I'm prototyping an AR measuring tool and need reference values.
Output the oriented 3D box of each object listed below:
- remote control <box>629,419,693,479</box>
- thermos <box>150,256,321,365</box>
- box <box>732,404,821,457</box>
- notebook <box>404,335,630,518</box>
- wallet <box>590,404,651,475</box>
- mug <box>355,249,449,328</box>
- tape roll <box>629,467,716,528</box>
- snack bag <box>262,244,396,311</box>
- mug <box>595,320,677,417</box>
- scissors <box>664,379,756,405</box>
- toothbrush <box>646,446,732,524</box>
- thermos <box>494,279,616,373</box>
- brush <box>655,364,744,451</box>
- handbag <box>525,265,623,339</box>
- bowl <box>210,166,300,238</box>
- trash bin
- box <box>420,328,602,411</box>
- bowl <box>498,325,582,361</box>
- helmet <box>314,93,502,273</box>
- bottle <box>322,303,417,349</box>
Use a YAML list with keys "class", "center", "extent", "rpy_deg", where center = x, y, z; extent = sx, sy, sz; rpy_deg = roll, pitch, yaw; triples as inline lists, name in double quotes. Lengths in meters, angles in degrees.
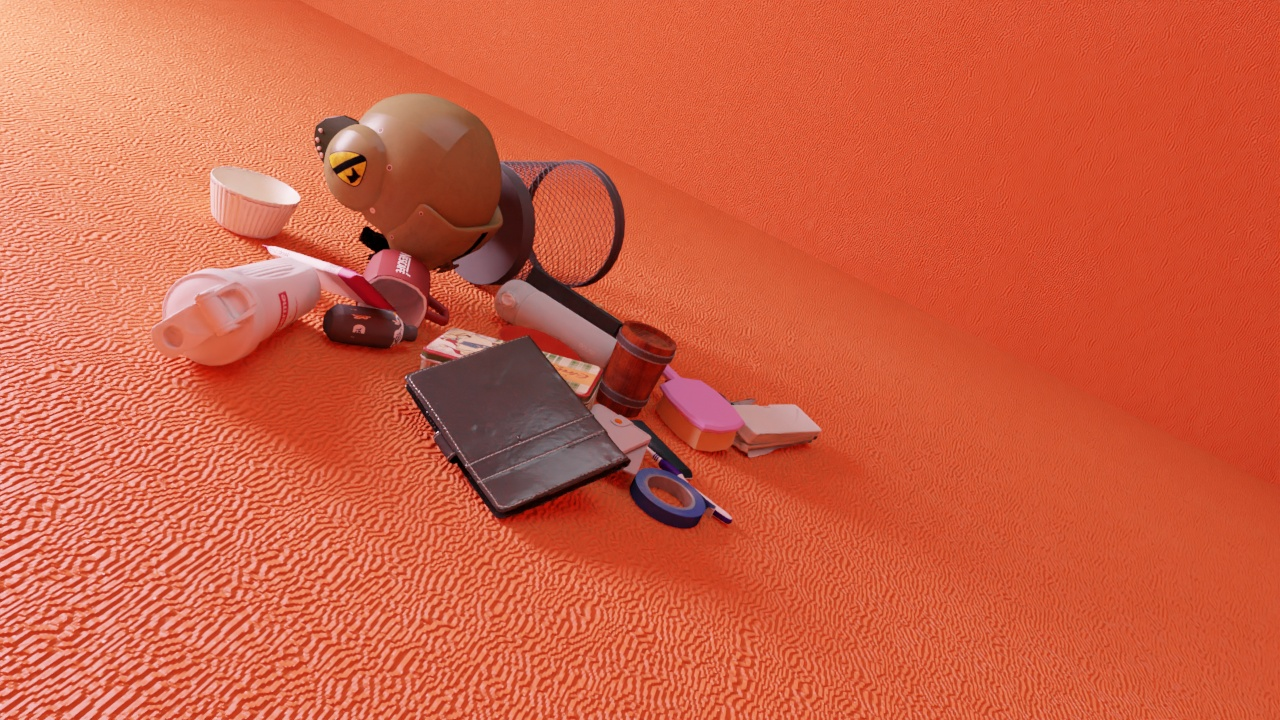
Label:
- class: "remote control"
  center: [0.023, 0.112, 1.180]
  extent: [0.028, 0.012, 0.124]
  rpy_deg: [6, 27, -43]
- class: "thermos"
  center: [-0.414, -0.062, 0.970]
  extent: [0.099, 0.099, 0.220]
  rpy_deg: [25, 15, -3]
- class: "box"
  center: [0.196, 0.101, 1.369]
  extent: [0.084, 0.067, 0.198]
  rpy_deg: [16, 9, 37]
- class: "notebook"
  center: [-0.136, 0.065, 0.977]
  extent: [0.169, 0.030, 0.209]
  rpy_deg: [-20, 51, -31]
- class: "wallet"
  center: [-0.037, 0.101, 1.096]
  extent: [0.115, 0.038, 0.118]
  rpy_deg: [31, 22, 22]
- class: "mug"
  center: [-0.300, -0.080, 1.176]
  extent: [0.116, 0.081, 0.096]
  rpy_deg: [25, 19, -21]
- class: "tape roll"
  center: [0.032, 0.159, 1.064]
  extent: [0.091, 0.016, 0.092]
  rpy_deg: [36, 22, 27]
- class: "snack bag"
  center: [-0.375, -0.101, 1.102]
  extent: [0.197, 0.016, 0.070]
  rpy_deg: [17, -25, 34]
- class: "mug"
  center: [-0.007, 0.007, 1.259]
  extent: [0.081, 0.111, 0.117]
  rpy_deg: [25, 20, -2]
- class: "scissors"
  center: [0.124, 0.071, 1.404]
  extent: [0.198, 0.015, 0.179]
  rpy_deg: [23, 19, -6]
- class: "toothbrush"
  center: [0.042, 0.141, 1.124]
  extent: [0.187, 0.016, 0.015]
  rpy_deg: [39, 24, 28]
- class: "thermos"
  center: [-0.119, -0.046, 1.326]
  extent: [0.207, 0.065, 0.077]
  rpy_deg: [33, 8, 18]
- class: "brush"
  center: [0.054, 0.048, 1.312]
  extent: [0.089, 0.043, 0.228]
  rpy_deg: [-4, 34, -37]
- class: "handbag"
  center: [-0.074, -0.062, 1.459]
  extent: [0.176, 0.072, 0.195]
  rpy_deg: [34, 11, 23]
- class: "bowl"
  center: [-0.530, -0.211, 1.248]
  extent: [0.115, 0.063, 0.115]
  rpy_deg: [22, 20, -9]
- class: "trash bin"
  center: [-0.180, -0.222, 1.495]
  extent: [0.218, 0.218, 0.226]
  rpy_deg: [36, 26, 27]
- class: "box"
  center: [-0.153, 0.017, 1.101]
  extent: [0.205, 0.050, 0.117]
  rpy_deg: [17, 21, 3]
- class: "bowl"
  center: [-0.140, -0.002, 1.234]
  extent: [0.122, 0.035, 0.121]
  rpy_deg: [23, 20, -9]
- class: "helmet"
  center: [-0.306, -0.234, 1.260]
  extent: [0.233, 0.256, 0.249]
  rpy_deg: [27, 21, 13]
- class: "bottle"
  center: [-0.319, -0.039, 1.093]
  extent: [0.112, 0.047, 0.047]
  rpy_deg: [8, 26, -41]
